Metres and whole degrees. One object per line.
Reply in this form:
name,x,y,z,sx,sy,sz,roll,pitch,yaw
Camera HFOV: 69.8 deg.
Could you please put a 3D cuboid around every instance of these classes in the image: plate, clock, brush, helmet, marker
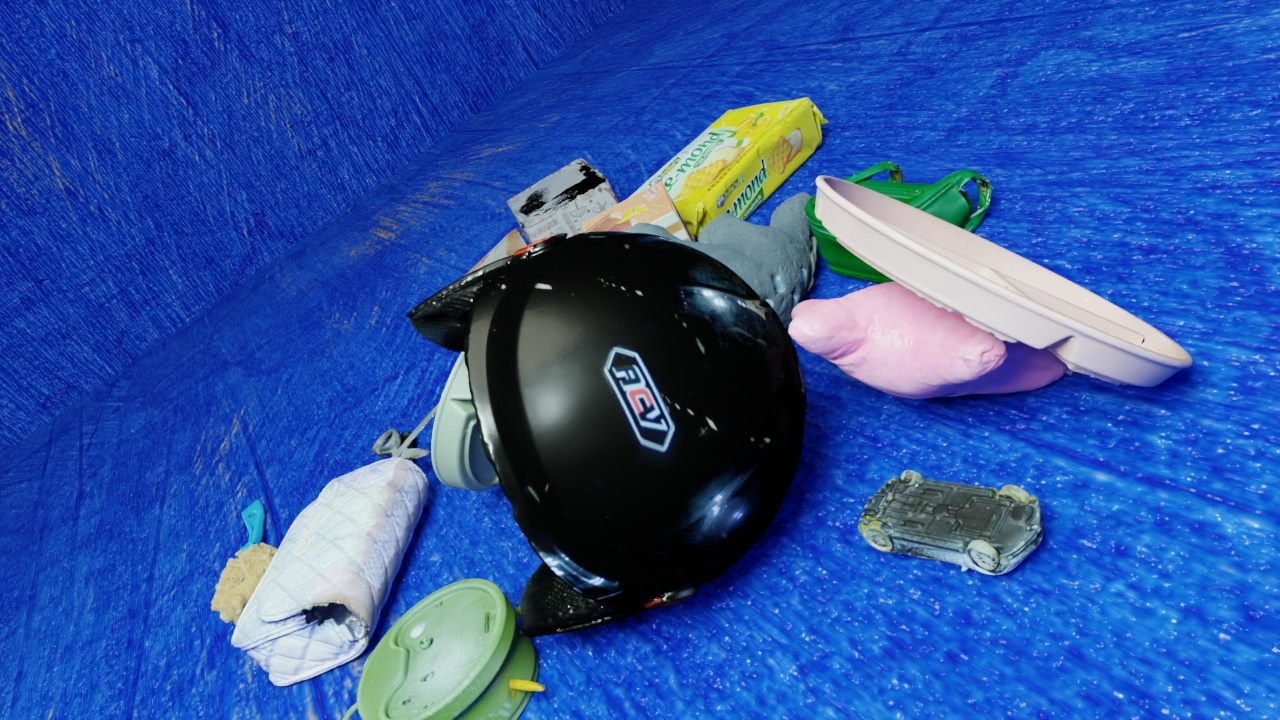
plate,0.203,-0.048,0.538,0.229,0.229,0.028,-109,40,-63
clock,-0.139,0.217,0.613,0.161,0.056,0.116,-30,25,6
brush,-0.412,0.202,0.977,0.083,0.046,0.255,-42,23,-9
plate,-0.090,0.013,0.769,0.027,0.231,0.229,31,59,17
helmet,-0.010,0.032,0.571,0.230,0.233,0.274,-23,-3,2
marker,-0.249,0.116,0.955,0.022,0.020,0.132,-57,20,20

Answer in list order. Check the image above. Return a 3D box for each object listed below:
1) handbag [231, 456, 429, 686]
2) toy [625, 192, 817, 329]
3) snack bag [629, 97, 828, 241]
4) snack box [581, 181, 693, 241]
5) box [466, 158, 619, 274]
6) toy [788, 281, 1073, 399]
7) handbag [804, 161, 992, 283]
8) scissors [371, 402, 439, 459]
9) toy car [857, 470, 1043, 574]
handbag,-0.267,0.178,0.802,0.134,0.075,0.193,-25,28,17
toy,0.062,-0.070,0.767,0.355,0.138,0.092,-17,-18,-42
snack bag,0.097,-0.216,1.076,0.246,0.068,0.158,-44,29,-21
snack box,0.006,-0.107,0.914,0.094,0.093,0.077,-27,32,8
box,-0.154,-0.159,1.246,0.262,0.088,0.178,-32,27,-1
toy,0.181,-0.011,0.570,0.178,0.074,0.194,9,7,7
handbag,0.216,-0.126,0.786,0.120,0.068,0.131,-40,27,-16
scissors,-0.246,0.094,0.940,0.177,0.014,0.159,-49,25,6
toy car,0.171,0.091,0.506,0.106,0.031,0.048,1,43,52
